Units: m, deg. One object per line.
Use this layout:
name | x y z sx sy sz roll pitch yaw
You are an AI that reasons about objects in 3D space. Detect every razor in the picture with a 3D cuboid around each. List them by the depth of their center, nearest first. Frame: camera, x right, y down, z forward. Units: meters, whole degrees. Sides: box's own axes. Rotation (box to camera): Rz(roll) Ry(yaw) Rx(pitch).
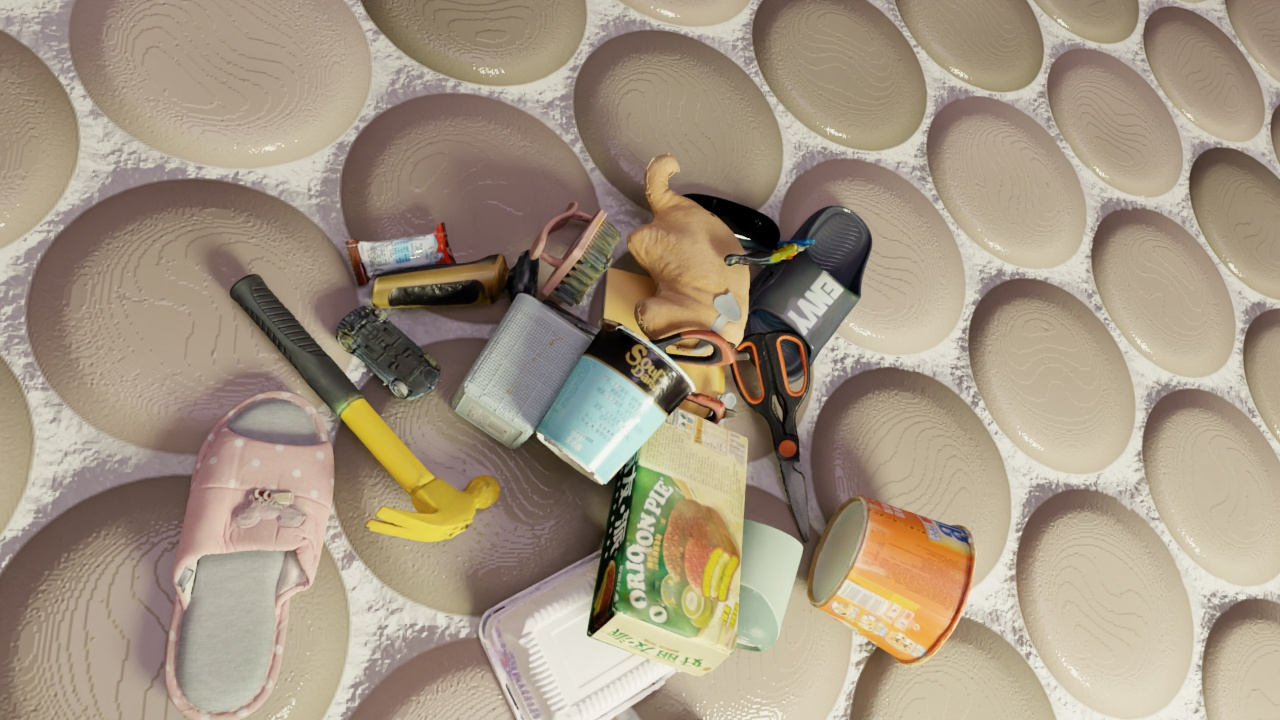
razor | -0.177 -0.072 0.894 0.167 0.062 0.067 -7 41 -21
razor | 0.135 -0.112 0.984 0.142 0.043 0.022 -18 102 -48

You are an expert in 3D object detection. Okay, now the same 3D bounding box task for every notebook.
notebook | 0.024 0.008 0.972 0.145 0.010 0.206 11 66 -19

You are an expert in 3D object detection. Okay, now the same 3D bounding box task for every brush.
brush | -0.065 -0.118 0.932 0.073 0.063 0.145 36 30 -10

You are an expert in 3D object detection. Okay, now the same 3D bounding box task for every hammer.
hammer | -0.258 0.040 0.813 0.300 0.033 0.128 47 28 7

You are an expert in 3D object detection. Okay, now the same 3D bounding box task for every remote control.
remote control | 0.105 -0.162 1.063 0.136 0.024 0.053 14 65 -17

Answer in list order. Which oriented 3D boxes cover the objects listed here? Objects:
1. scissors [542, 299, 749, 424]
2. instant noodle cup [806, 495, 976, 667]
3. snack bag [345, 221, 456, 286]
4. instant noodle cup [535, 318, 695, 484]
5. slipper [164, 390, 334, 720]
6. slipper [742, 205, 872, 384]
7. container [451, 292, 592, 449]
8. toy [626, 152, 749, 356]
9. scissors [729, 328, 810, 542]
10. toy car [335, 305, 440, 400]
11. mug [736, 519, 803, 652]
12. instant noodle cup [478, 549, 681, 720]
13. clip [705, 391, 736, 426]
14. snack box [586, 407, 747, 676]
scissors | 0.003 -0.005 0.916 0.197 0.214 0.015 63 21 -21
instant noodle cup | 0.242 0.210 0.912 0.111 0.152 0.151 25 62 -3
snack bag | -0.233 -0.105 0.899 0.104 0.026 0.048 -18 101 -26
instant noodle cup | -0.030 0.041 0.821 0.111 0.111 0.120 39 79 -5
slipper | -0.319 0.150 0.749 0.114 0.055 0.273 12 65 -18
slipper | 0.199 -0.094 1.044 0.110 0.083 0.267 37 60 -3
container | -0.115 0.014 0.869 0.090 0.090 0.111 35 64 -6
toy | 0.053 -0.110 0.978 0.143 0.083 0.225 10 63 -33
scissors | 0.139 0.083 0.977 0.125 0.021 0.235 7 91 10
toy car | -0.235 -0.005 0.857 0.105 0.031 0.048 42 61 -1
mug | 0.110 0.224 0.889 0.111 0.082 0.106 44 58 -43
instant noodle cup | -0.042 0.252 0.823 0.173 0.060 0.138 -23 81 -27
clip | 0.079 0.058 0.963 0.024 0.028 0.056 34 69 -7
snack box | 0.031 0.152 0.836 0.114 0.063 0.239 24 44 -14
